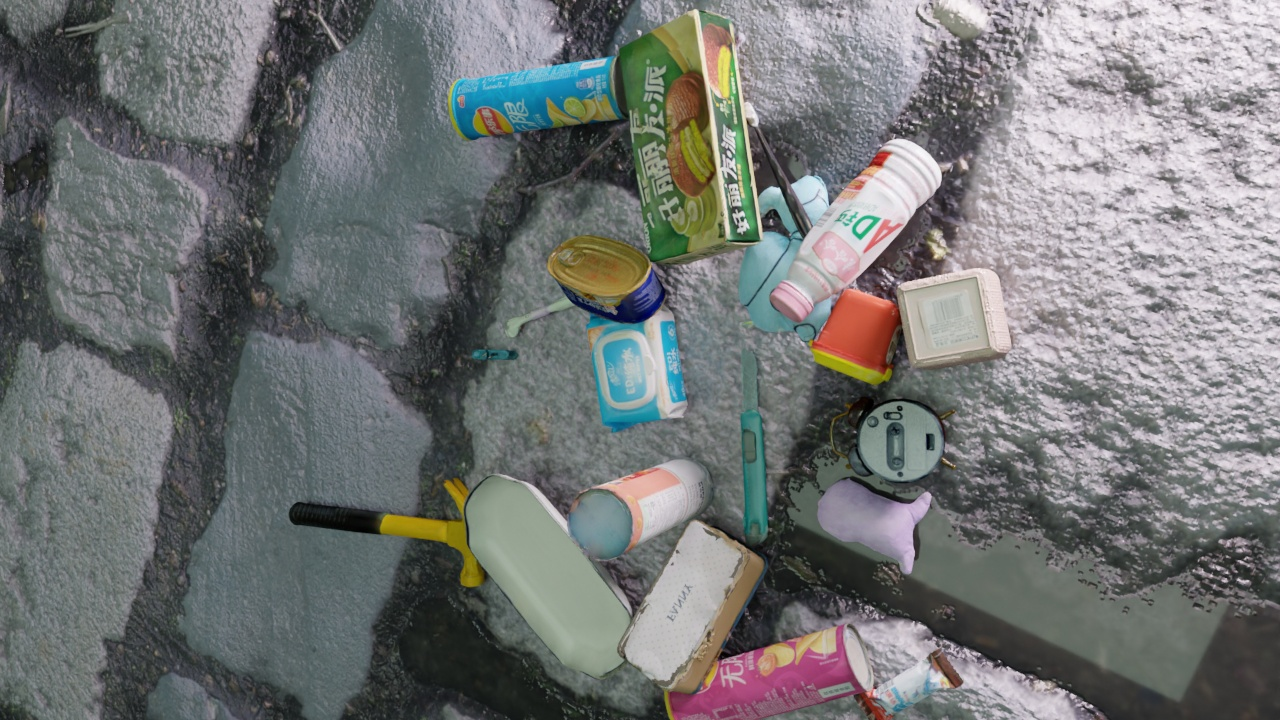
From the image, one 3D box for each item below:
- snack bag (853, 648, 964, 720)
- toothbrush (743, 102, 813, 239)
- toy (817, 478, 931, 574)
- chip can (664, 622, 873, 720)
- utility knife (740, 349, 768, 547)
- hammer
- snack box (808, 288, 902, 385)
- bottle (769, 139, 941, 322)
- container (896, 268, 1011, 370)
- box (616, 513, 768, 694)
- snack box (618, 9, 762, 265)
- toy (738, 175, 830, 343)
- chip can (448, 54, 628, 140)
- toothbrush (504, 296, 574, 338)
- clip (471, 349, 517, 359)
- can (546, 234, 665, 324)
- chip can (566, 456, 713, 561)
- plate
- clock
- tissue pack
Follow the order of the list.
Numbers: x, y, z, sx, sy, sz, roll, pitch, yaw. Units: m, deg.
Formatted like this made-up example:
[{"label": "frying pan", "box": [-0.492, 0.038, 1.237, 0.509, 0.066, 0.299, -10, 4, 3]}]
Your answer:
[{"label": "snack bag", "box": [0.269, 0.332, 0.925, 0.104, 0.026, 0.048, -35, 91, 22]}, {"label": "toothbrush", "box": [0.141, -0.194, 0.942, 0.016, 0.018, 0.181, -26, 68, 12]}, {"label": "toy", "box": [0.232, 0.157, 0.928, 0.108, 0.039, 0.083, 17, 82, 26]}, {"label": "chip can", "box": [0.132, 0.337, 0.962, 0.211, 0.071, 0.071, -24, 82, 22]}, {"label": "utility knife", "box": [0.119, 0.095, 0.988, 0.029, 0.013, 0.216, -3, 91, 24]}, {"label": "hammer", "box": [-0.327, 0.209, 1.179, 0.301, 0.032, 0.129, 1, 92, 24]}, {"label": "snack box", "box": [0.215, -0.024, 0.902, 0.082, 0.091, 0.080, 22, 94, 21]}, {"label": "bottle", "box": [0.203, -0.120, 0.881, 0.068, 0.068, 0.197, 40, 86, 17]}, {"label": "container", "box": [0.290, -0.038, 0.854, 0.090, 0.110, 0.090, -11, 88, 24]}, {"label": "box", "box": [0.058, 0.253, 0.966, 0.090, 0.061, 0.184, 29, 84, 37]}, {"label": "snack box", "box": [0.052, -0.227, 0.960, 0.115, 0.063, 0.240, -8, 89, 46]}, {"label": "toy", "box": [0.153, -0.100, 0.947, 0.156, 0.049, 0.161, -41, 69, 20]}, {"label": "chip can", "box": [-0.111, -0.297, 1.043, 0.210, 0.071, 0.071, -1, 92, 23]}, {"label": "toothbrush", "box": [-0.077, -0.069, 1.066, 0.190, 0.020, 0.029, -21, 51, 22]}, {"label": "clip", "box": [-0.178, -0.007, 1.111, 0.056, 0.042, 0.014, 0, 89, 25]}, {"label": "can", "box": [-0.038, -0.089, 1.000, 0.148, 0.049, 0.074, 23, 66, 42]}, {"label": "chip can", "box": [0.006, 0.146, 0.930, 0.071, 0.214, 0.071, 1, 92, 24]}, {"label": "plate", "box": [-0.100, 0.242, 1.054, 0.265, 0.034, 0.162, 48, 130, 10]}, {"label": "clock", "box": [0.247, 0.077, 0.909, 0.122, 0.055, 0.082, 0, 93, 25]}, {"label": "tissue pack", "box": [-0.006, 0.006, 1.012, 0.090, 0.063, 0.140, -10, 88, 24]}]
